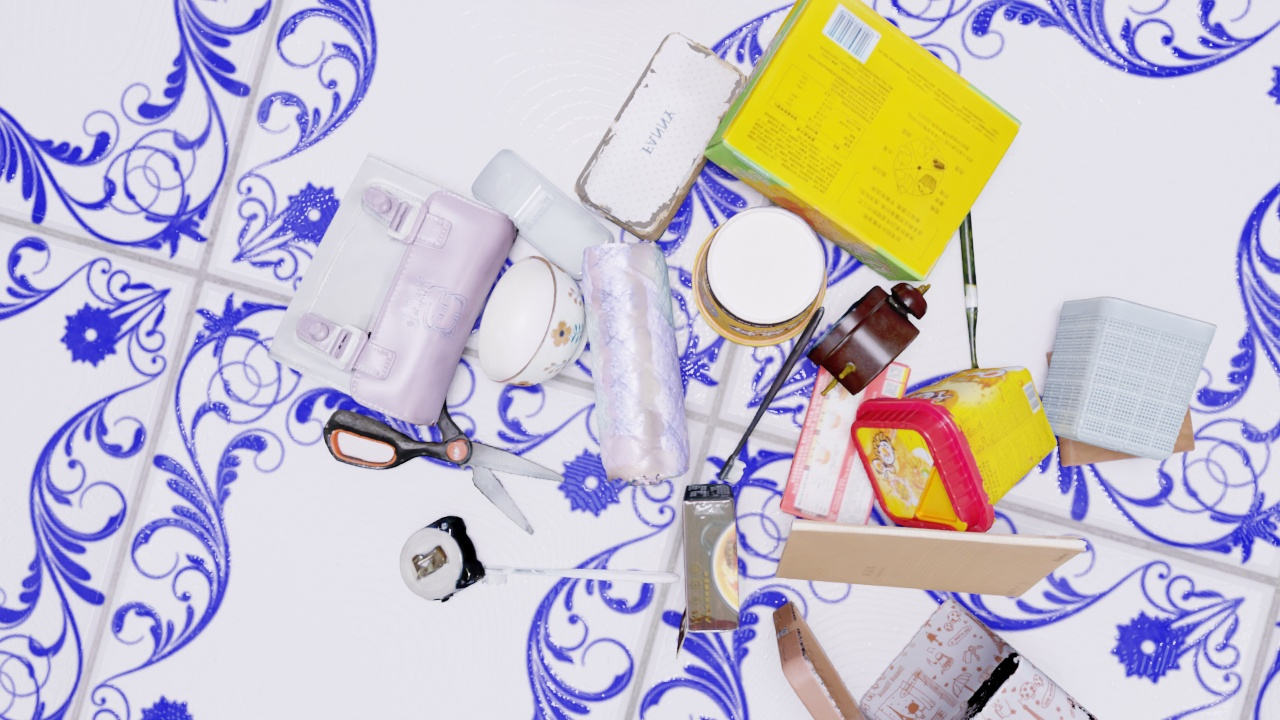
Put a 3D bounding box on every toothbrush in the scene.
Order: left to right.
[{"bbox_3d":[-0.055,0.195,0.821,0.180,0.016,0.016,0,96,5],"label":"toothbrush"},{"bbox_3d":[0.113,0.032,0.783,0.018,0.015,0.181,25,112,-2],"label":"toothbrush"},{"bbox_3d":[0.290,-0.062,0.799,0.012,0.017,0.186,-2,87,-34],"label":"toothbrush"}]

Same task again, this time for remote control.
[{"bbox_3d":[-0.089,-0.132,0.831,0.136,0.020,0.056,40,93,4],"label":"remote control"}]

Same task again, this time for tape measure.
[{"bbox_3d":[-0.179,0.179,0.817,0.066,0.033,0.065,-32,74,11],"label":"tape measure"}]

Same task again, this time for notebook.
[{"bbox_3d":[0.221,0.161,0.739,0.211,0.150,0.012,3,62,5],"label":"notebook"}]

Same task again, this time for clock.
[{"bbox_3d":[0.191,-0.023,0.751,0.121,0.082,0.055,-41,79,-14],"label":"clock"}]

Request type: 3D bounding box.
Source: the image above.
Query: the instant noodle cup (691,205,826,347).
[{"bbox_3d":[0.102,-0.073,0.766,0.118,0.114,0.118,0,88,4],"label":"instant noodle cup"}]

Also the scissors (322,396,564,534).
[{"bbox_3d":[-0.181,0.063,0.832,0.222,0.021,0.210,-3,88,5],"label":"scissors"}]

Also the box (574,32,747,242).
[{"bbox_3d":[0.022,-0.199,0.806,0.090,0.060,0.184,34,89,4],"label":"box"}]

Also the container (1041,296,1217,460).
[{"bbox_3d":[0.382,0.015,0.733,0.090,0.090,0.111,15,90,1],"label":"container"}]

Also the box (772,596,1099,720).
[{"bbox_3d":[0.201,0.247,0.718,0.193,0.183,0.156,41,91,2],"label":"box"}]

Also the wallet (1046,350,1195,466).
[{"bbox_3d":[0.412,0.035,0.786,0.115,0.020,0.101,-8,89,2],"label":"wallet"}]

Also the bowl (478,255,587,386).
[{"bbox_3d":[-0.085,-0.027,0.797,0.062,0.113,0.113,22,90,-37],"label":"bowl"}]

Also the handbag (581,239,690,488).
[{"bbox_3d":[-0.005,0.005,0.763,0.075,0.134,0.194,-8,87,4],"label":"handbag"}]

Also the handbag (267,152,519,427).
[{"bbox_3d":[-0.208,-0.058,0.791,0.145,0.098,0.197,23,84,3],"label":"handbag"}]

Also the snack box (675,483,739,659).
[{"bbox_3d":[0.054,0.171,0.763,0.053,0.113,0.125,-3,89,4],"label":"snack box"}]

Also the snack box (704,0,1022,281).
[{"bbox_3d":[0.181,-0.183,0.760,0.210,0.070,0.157,32,91,-12],"label":"snack box"}]

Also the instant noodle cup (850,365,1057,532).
[{"bbox_3d":[0.256,0.065,0.742,0.123,0.116,0.116,-28,98,-22],"label":"instant noodle cup"}]

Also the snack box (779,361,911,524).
[{"bbox_3d":[0.178,0.068,0.800,0.075,0.025,0.153,16,89,6],"label":"snack box"}]
